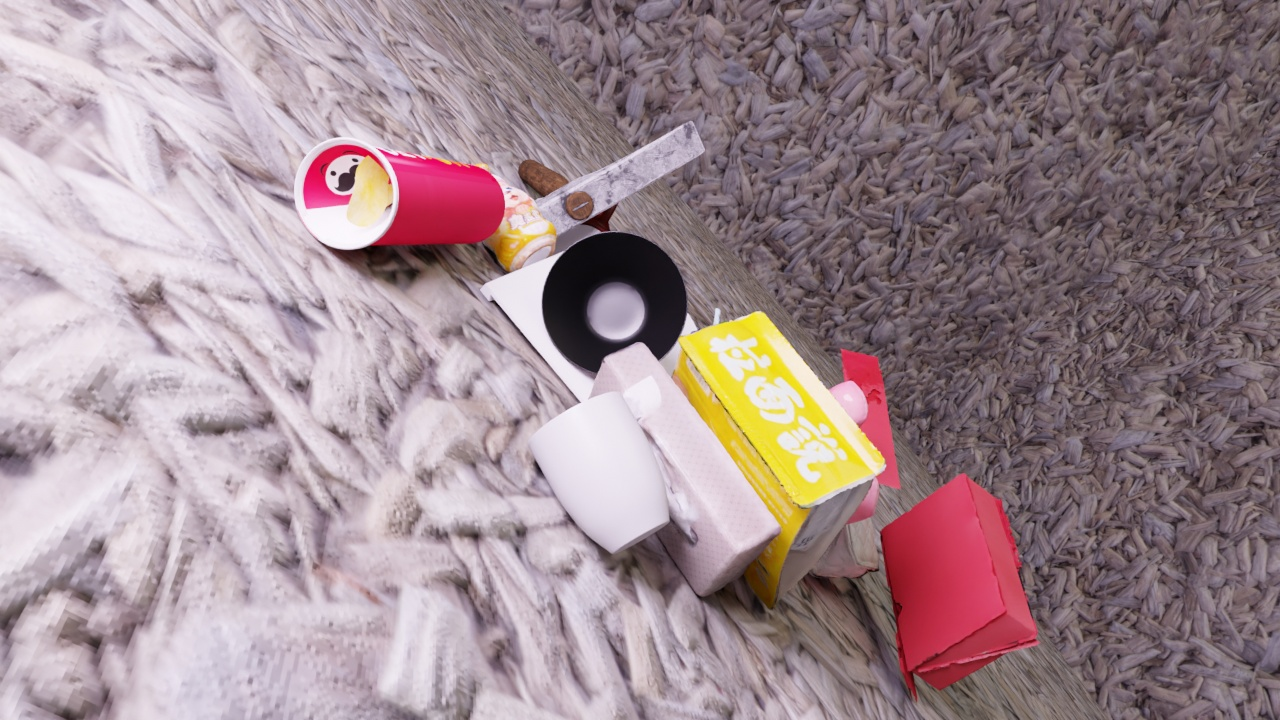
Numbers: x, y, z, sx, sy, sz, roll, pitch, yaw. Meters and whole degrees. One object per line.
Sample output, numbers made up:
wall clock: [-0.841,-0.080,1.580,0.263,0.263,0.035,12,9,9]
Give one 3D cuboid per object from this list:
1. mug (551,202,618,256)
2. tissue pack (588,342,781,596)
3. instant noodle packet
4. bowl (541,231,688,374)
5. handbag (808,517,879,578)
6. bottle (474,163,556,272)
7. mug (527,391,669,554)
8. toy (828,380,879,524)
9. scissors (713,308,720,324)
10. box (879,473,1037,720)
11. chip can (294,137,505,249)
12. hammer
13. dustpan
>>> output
mug: [-0.058,-0.144,1.027,0.073,0.106,0.082,36,17,-20]
tissue pack: [0.018,0.080,0.684,0.181,0.071,0.104,58,-29,22]
instant noodle packet: [0.087,0.092,0.741,0.163,0.084,0.222,54,-26,28]
bowl: [-0.022,-0.046,0.801,0.124,0.124,0.052,50,-2,2]
handbag: [0.206,0.140,1.010,0.138,0.073,0.194,29,51,-59]
bottle: [-0.129,-0.136,0.867,0.108,0.063,0.063,51,13,12]
mug: [-0.022,0.082,0.619,0.089,0.071,0.107,60,-10,14]
toy: [0.127,0.097,0.841,0.096,0.237,0.192,6,75,-21]
scissors: [0.071,0.032,0.949,0.175,0.013,0.170,-155,-113,-86]
box: [0.373,0.335,1.063,0.212,0.148,0.375,-79,154,-56]
chip can: [-0.167,-0.119,0.682,0.069,0.069,0.220,49,13,1]
hammer: [-0.071,-0.223,1.073,0.037,0.217,0.300,62,-6,-24]
dustpan: [-0.032,-0.014,0.884,0.191,0.053,0.257,50,30,2]
